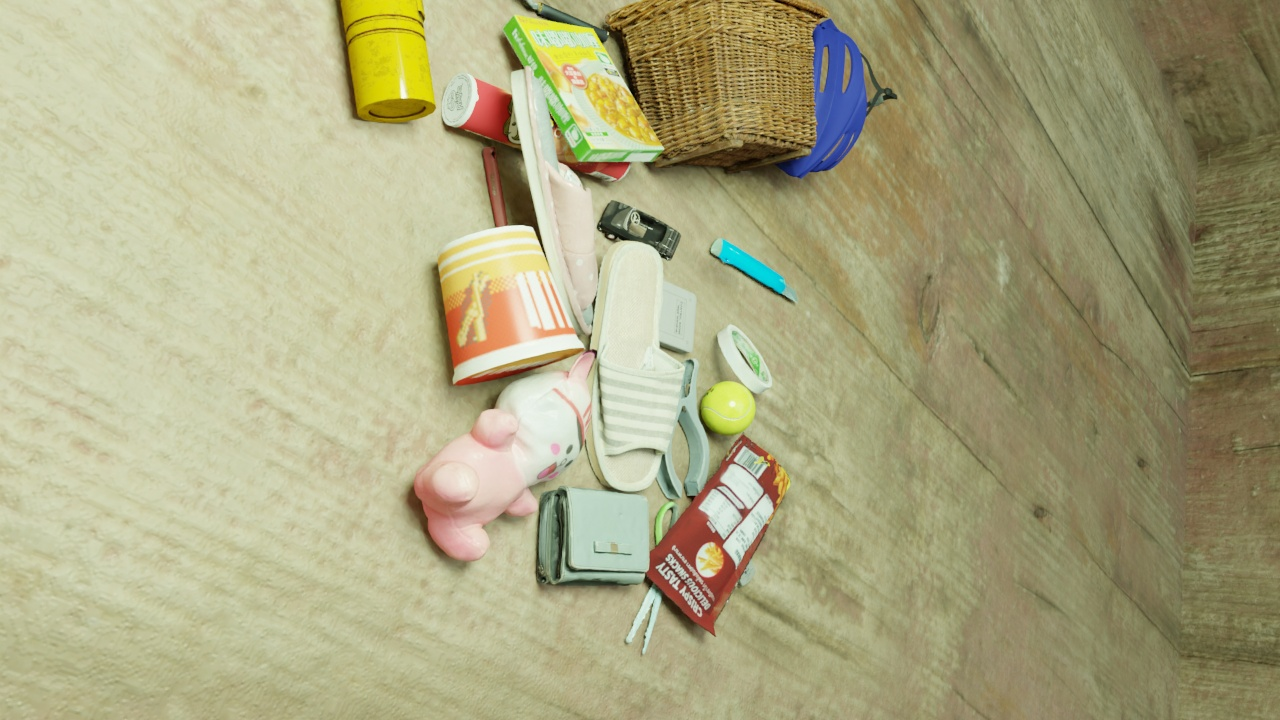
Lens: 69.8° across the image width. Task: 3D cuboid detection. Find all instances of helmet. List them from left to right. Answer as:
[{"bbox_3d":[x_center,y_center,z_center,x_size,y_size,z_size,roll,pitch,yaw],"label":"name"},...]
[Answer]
[{"bbox_3d":[0.261,-0.345,1.264,0.227,0.148,0.241,13,74,-39],"label":"helmet"}]

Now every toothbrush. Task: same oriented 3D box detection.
[{"bbox_3d":[-0.134,-0.121,0.924,0.016,0.017,0.190,-11,92,-45],"label":"toothbrush"}]

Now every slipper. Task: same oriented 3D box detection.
[{"bbox_3d":[-0.073,-0.151,0.902,0.114,0.054,0.275,-101,178,-62],"label":"slipper"},{"bbox_3d":[-0.006,0.006,0.992,0.114,0.054,0.272,0,90,-38],"label":"slipper"}]

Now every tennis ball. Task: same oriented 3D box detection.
[{"bbox_3d":[0.106,0.058,1.103,0.065,0.065,0.065,9,77,-44],"label":"tennis ball"}]

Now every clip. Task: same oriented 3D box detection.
[{"bbox_3d":[0.057,0.078,1.080,0.114,0.028,0.163,-3,87,-46],"label":"clip"}]

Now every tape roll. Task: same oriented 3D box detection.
[{"bbox_3d":[0.130,-0.002,1.139,0.094,0.018,0.093,46,22,-25],"label":"tape roll"}]

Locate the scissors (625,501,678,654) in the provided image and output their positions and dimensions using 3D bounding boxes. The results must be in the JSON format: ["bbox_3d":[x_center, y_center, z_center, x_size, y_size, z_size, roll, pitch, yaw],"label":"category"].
[{"bbox_3d":[0.018,0.239,1.025,0.093,0.032,0.174,53,47,-29],"label":"scissors"}]

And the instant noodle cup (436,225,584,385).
[{"bbox_3d":[-0.128,-0.052,0.854,0.123,0.124,0.121,-12,84,-46],"label":"instant noodle cup"}]

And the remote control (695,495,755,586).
[{"bbox_3d":[0.104,0.211,1.114,0.033,0.013,0.136,-38,110,-40],"label":"remote control"}]

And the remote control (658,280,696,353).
[{"bbox_3d":[0.008,-0.060,1.057,0.151,0.019,0.074,19,70,-43],"label":"remote control"}]

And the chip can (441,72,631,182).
[{"bbox_3d":[-0.100,-0.237,0.952,0.214,0.052,0.051,10,76,-44],"label":"chip can"}]

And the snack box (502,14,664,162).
[{"bbox_3d":[-0.057,-0.285,0.972,0.131,0.027,0.168,-17,74,-53],"label":"snack box"}]

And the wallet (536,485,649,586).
[{"bbox_3d":[-0.044,0.183,0.946,0.131,0.054,0.100,14,74,-49],"label":"wallet"}]

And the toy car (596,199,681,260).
[{"bbox_3d":[0.000,-0.148,1.031,0.092,0.037,0.040,25,63,-4],"label":"toy car"}]

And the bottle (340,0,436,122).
[{"bbox_3d":[-0.229,-0.304,0.821,0.070,0.071,0.164,-8,89,-46],"label":"bottle"}]

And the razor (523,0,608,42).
[{"bbox_3d":[-0.089,-0.382,1.012,0.144,0.022,0.043,13,30,-47],"label":"razor"}]

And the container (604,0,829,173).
[{"bbox_3d":[0.106,-0.329,1.100,0.249,0.163,0.183,-12,96,-49],"label":"container"}]

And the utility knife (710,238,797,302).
[{"bbox_3d":[0.154,-0.118,1.217,0.185,0.015,0.031,26,69,-37],"label":"utility knife"}]

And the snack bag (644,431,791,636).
[{"bbox_3d":[0.096,0.197,1.058,0.139,0.067,0.207,53,57,-27],"label":"snack bag"}]

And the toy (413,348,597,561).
[{"bbox_3d":[-0.116,0.081,0.854,0.212,0.084,0.142,-43,151,-35],"label":"toy"}]
